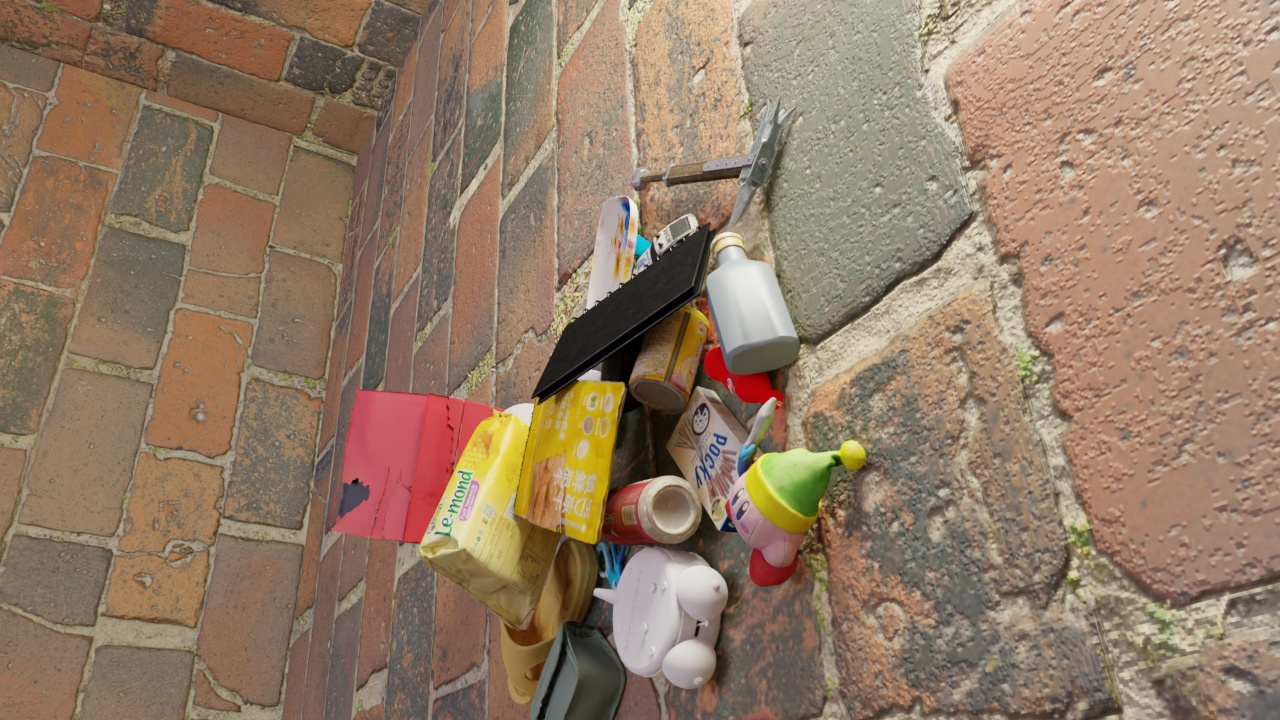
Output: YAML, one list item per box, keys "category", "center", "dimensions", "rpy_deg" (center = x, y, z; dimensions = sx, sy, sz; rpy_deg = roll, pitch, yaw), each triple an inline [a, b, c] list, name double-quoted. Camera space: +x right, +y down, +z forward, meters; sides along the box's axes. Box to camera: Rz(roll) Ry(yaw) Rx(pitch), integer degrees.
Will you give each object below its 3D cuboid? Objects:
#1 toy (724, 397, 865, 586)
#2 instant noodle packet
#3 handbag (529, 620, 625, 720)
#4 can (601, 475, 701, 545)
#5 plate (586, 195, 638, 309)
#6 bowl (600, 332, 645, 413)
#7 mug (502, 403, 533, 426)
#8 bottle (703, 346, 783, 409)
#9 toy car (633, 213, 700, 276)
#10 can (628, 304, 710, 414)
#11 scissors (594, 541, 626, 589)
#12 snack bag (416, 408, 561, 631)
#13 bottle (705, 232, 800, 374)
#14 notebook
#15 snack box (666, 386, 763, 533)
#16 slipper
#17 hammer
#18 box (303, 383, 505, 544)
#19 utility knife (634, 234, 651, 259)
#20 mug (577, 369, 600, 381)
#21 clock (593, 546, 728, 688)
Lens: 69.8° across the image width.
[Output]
- category: "toy"
  center: [0.128, 0.111, 0.793]
  dimensions: [0.124, 0.096, 0.132]
  rpy_deg: [-101, 18, -49]
- category: "instant noodle packet"
  center: [-0.062, 0.105, 0.989]
  dimensions: [0.222, 0.084, 0.163]
  rpy_deg: [172, 111, -71]
- category: "handbag"
  center: [-0.079, 0.378, 1.049]
  dimensions: [0.106, 0.067, 0.122]
  rpy_deg: [43, 115, 61]
- category: "can"
  center: [0.004, 0.161, 0.966]
  dimensions: [0.170, 0.067, 0.067]
  rpy_deg: [149, 130, -67]
- category: "plate"
  center: [-0.037, -0.121, 1.207]
  dimensions: [0.187, 0.016, 0.187]
  rpy_deg: [-152, 70, -73]
- category: "bowl"
  center: [-0.006, 0.006, 1.088]
  dimensions: [0.121, 0.056, 0.121]
  rpy_deg: [-173, 91, -76]
- category: "mug"
  center: [-0.146, 0.113, 1.298]
  dimensions: [0.112, 0.078, 0.096]
  rpy_deg: [-34, 42, 14]
- category: "bottle"
  center: [0.103, 0.020, 0.904]
  dimensions: [0.119, 0.036, 0.036]
  rpy_deg: [39, 113, 59]
- category: "toy car"
  center: [0.027, -0.129, 1.094]
  dimensions: [0.113, 0.040, 0.048]
  rpy_deg: [-43, 40, 28]
- category: "can"
  center: [0.032, -0.003, 0.989]
  dimensions: [0.068, 0.067, 0.104]
  rpy_deg: [-31, 34, 54]
- category: "scissors"
  center: [-0.023, 0.250, 1.061]
  dimensions: [0.090, 0.014, 0.141]
  rpy_deg: [-62, 28, 30]
- category: "snack bag"
  center: [-0.158, 0.181, 1.115]
  dimensions: [0.068, 0.159, 0.246]
  rpy_deg: [-27, 32, 39]
- category: "bottle"
  center: [0.102, -0.062, 0.906]
  dimensions: [0.046, 0.072, 0.161]
  rpy_deg: [76, -178, -50]
- category: "notebook"
  center: [-0.017, -0.055, 1.020]
  dimensions: [0.232, 0.019, 0.168]
  rpy_deg: [-34, 20, 27]
- category: "snack box"
  center: [0.077, 0.098, 0.928]
  dimensions: [0.082, 0.026, 0.150]
  rpy_deg: [-65, 29, 19]
- category: "slipper"
  center: [-0.132, 0.335, 1.156]
  dimensions: [0.264, 0.078, 0.099]
  rpy_deg: [-65, 33, 24]
- category: "hammer"
  center: [0.060, -0.220, 1.092]
  dimensions: [0.317, 0.028, 0.147]
  rpy_deg: [16, 84, 64]
- category: "box"
  center: [-0.310, 0.156, 1.321]
  dimensions: [0.124, 0.315, 0.211]
  rpy_deg: [156, 123, -70]
- category: "utility knife"
  center: [0.011, -0.132, 1.166]
  dimensions: [0.209, 0.015, 0.031]
  rpy_deg: [47, 122, 58]
- category: "mug"
  center: [-0.070, 0.065, 1.179]
  dimensions: [0.114, 0.081, 0.087]
  rpy_deg: [86, -163, -76]
- category: "clock"
  center: [0.019, 0.251, 0.915]
  dimensions: [0.161, 0.072, 0.125]
  rpy_deg: [0, 78, 62]
